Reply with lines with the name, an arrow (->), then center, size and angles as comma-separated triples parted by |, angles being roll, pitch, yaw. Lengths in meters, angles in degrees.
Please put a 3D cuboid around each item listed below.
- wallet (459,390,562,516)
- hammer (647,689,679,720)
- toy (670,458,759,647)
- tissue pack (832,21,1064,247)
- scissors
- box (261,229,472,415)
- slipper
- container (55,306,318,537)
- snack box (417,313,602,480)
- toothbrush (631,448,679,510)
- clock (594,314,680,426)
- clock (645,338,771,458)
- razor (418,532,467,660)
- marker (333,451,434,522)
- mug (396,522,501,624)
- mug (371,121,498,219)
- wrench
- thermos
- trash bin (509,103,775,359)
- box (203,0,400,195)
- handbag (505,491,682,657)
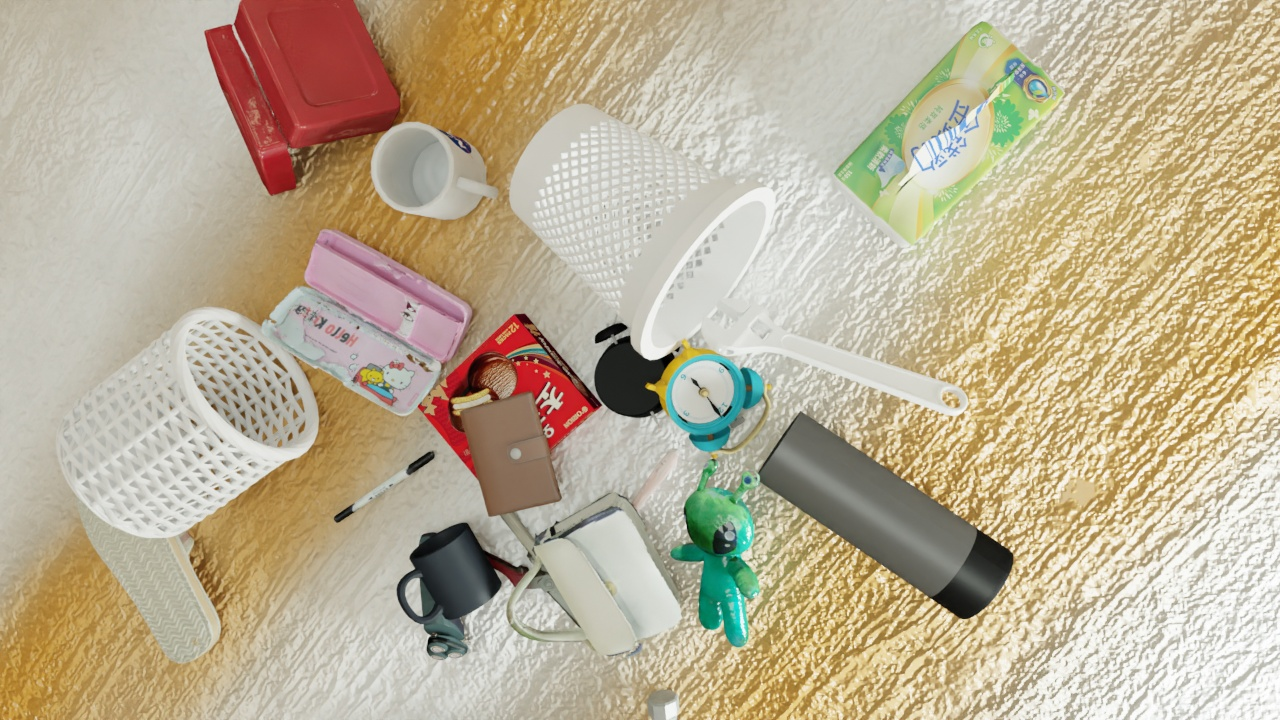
wallet -> -0.139, 0.101, 0.977 | 0.087, 0.013, 0.121 | -15, 91, 13
hammer -> -0.108, 0.437, 1.024 | 0.328, 0.039, 0.131 | -4, 95, 13
toy -> 0.086, 0.196, 0.939 | 0.131, 0.072, 0.193 | 17, 116, 50
tissue pack -> 0.278, -0.205, 0.833 | 0.120, 0.141, 0.198 | 39, 101, 7
scissors -> -0.133, 0.221, 1.023 | 0.185, 0.015, 0.179 | -8, 93, 13
box -> -0.298, -0.043, 1.018 | 0.201, 0.066, 0.153 | 30, 90, 9
slipper -> -0.587, 0.240, 1.107 | 0.115, 0.052, 0.263 | -36, 82, 15
container -> -0.489, 0.069, 1.002 | 0.187, 0.189, 0.189 | -33, 87, 14
snack box -> -0.143, 0.049, 1.000 | 0.152, 0.035, 0.132 | -42, 85, 12
toothbrush -> -0.013, 0.167, 0.991 | 0.015, 0.018, 0.181 | 37, 100, 5
clock -> -0.006, 0.005, 0.963 | 0.091, 0.042, 0.121 | 7, 96, 12
clock -> 0.073, 0.039, 0.934 | 0.129, 0.043, 0.099 | 38, 93, -21
razor -> -0.228, 0.266, 1.036 | 0.047, 0.052, 0.143 | -12, 82, 15
marker -> -0.295, 0.146, 1.055 | 0.152, 0.011, 0.011 | -34, 87, 13
mug -> -0.211, 0.235, 0.984 | 0.071, 0.104, 0.077 | -14, 106, 53
mug -> -0.208, -0.193, 0.968 | 0.121, 0.090, 0.091 | 20, 98, 10
wrench -> 0.192, 0.000, 0.911 | 0.273, 0.018, 0.066 | 19, 58, 3
thermos -> 0.236, 0.151, 0.901 | 0.240, 0.082, 0.082 | 34, 100, 8
trash bin -> -0.009, -0.138, 0.890 | 0.199, 0.195, 0.196 | 39, 101, 17
box -> -0.364, -0.298, 1.000 | 0.170, 0.157, 0.156 | -24, 88, -14
handbag -> -0.061, 0.242, 0.959 | 0.176, 0.074, 0.151 | -27, 97, 6
